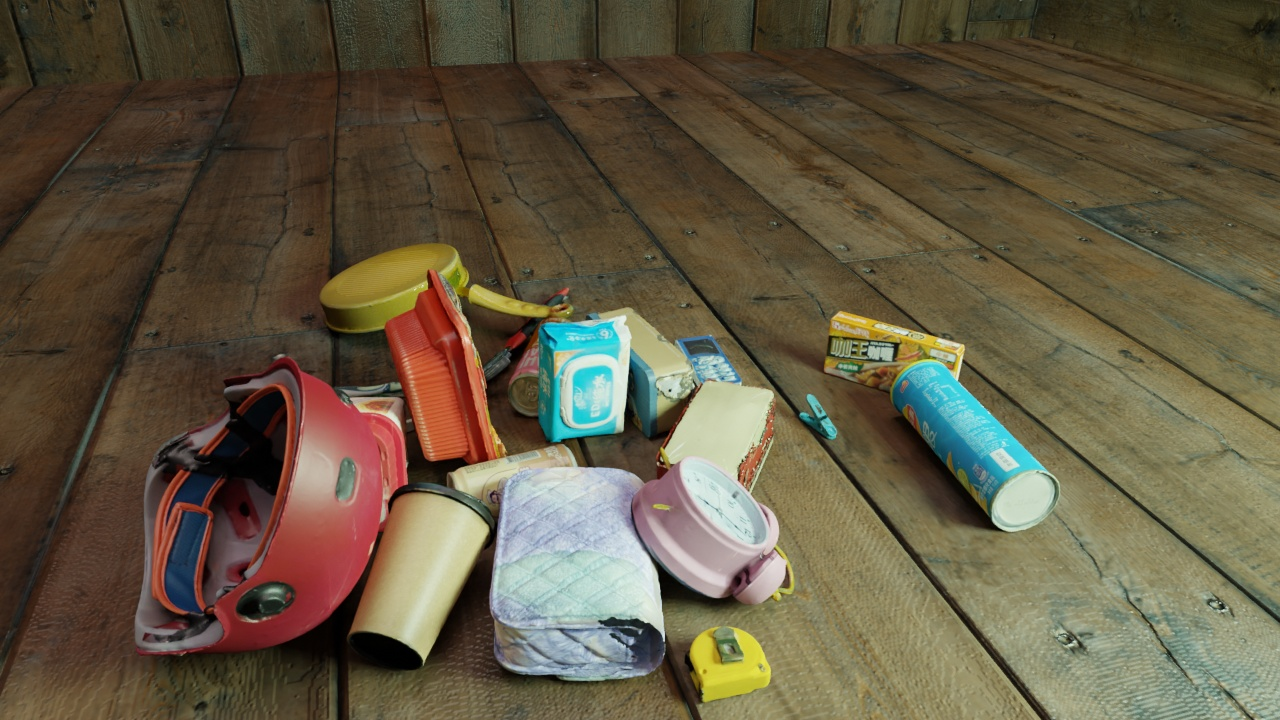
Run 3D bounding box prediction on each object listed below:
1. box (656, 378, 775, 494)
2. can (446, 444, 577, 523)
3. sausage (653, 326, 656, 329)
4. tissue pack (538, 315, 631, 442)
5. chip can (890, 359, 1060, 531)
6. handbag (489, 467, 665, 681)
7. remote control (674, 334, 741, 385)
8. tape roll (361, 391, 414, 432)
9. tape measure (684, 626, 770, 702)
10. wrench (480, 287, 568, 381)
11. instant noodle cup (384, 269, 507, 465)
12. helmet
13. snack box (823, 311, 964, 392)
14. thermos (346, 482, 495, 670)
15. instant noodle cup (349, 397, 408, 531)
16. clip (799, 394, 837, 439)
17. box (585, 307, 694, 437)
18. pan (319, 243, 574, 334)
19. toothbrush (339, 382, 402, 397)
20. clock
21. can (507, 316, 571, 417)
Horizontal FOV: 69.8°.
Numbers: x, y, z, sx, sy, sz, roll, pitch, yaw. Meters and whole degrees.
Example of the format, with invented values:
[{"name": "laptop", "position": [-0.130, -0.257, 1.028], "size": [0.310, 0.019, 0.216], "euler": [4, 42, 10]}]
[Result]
[{"name": "box", "position": [0.080, 0.081, 0.918], "size": [0.091, 0.076, 0.167], "euler": [10, 31, 18]}, {"name": "can", "position": [-0.119, 0.119, 0.865], "size": [0.116, 0.059, 0.058], "euler": [-12, 32, -21]}, {"name": "sausage", "position": [-0.054, -0.031, 1.172], "size": [0.155, 0.020, 0.020], "euler": [-7, 30, -13]}, {"name": "tissue pack", "position": [-0.060, 0.019, 0.965], "size": [0.090, 0.140, 0.063], "euler": [-6, 29, -20]}, {"name": "chip can", "position": [0.332, 0.080, 0.930], "size": [0.071, 0.071, 0.210], "euler": [-6, 31, -11]}, {"name": "handbag", "position": [-0.052, 0.170, 0.760], "size": [0.134, 0.076, 0.193], "euler": [-1, 31, -2]}, {"name": "remote control", "position": [0.080, 0.006, 1.104], "size": [0.049, 0.024, 0.124], "euler": [-6, 31, -12]}, {"name": "tape roll", "position": [-0.275, 0.055, 1.021], "size": [0.086, 0.014, 0.085], "euler": [0, 29, 0]}, {"name": "tape measure", "position": [0.066, 0.229, 0.703], "size": [0.060, 0.029, 0.057], "euler": [-7, 30, -13]}, {"name": "wrench", "position": [-0.147, -0.036, 1.164], "size": [0.056, 0.016, 0.272], "euler": [-30, 14, 26]}, {"name": "instant noodle cup", "position": [-0.197, 0.022, 0.914], "size": [0.079, 0.189, 0.164], "euler": [-18, 31, -15]}, {"name": "helmet", "position": [-0.277, 0.118, 0.720], "size": [0.144, 0.240, 0.206], "euler": [28, 31, -44]}, {"name": "snack box", "position": [0.292, -0.002, 1.068], "size": [0.154, 0.075, 0.026], "euler": [19, 34, 29]}, {"name": "thermos", "position": [-0.176, 0.168, 0.735], "size": [0.093, 0.093, 0.143], "euler": [7, 48, 10]}, {"name": "instant noodle cup", "position": [-0.272, 0.091, 0.872], "size": [0.116, 0.117, 0.124], "euler": [0, 17, -1]}, {"name": "clip", "position": [0.195, 0.066, 1.003], "size": [0.013, 0.033, 0.054], "euler": [-16, 50, -26]}, {"name": "box", "position": [-0.006, 0.006, 1.039], "size": [0.059, 0.090, 0.184], "euler": [-16, 31, -24]}, {"name": "pan", "position": [-0.253, -0.085, 1.199], "size": [0.358, 0.078, 0.197], "euler": [-1, 31, 25]}, {"name": "toothbrush", "position": [-0.286, 0.028, 1.033], "size": [0.191, 0.018, 0.016], "euler": [-6, 31, -12]}, {"name": "clock", "position": [0.069, 0.147, 0.781], "size": [0.158, 0.060, 0.117], "euler": [38, 21, -13]}, {"name": "can", "position": [-0.110, 0.004, 1.069], "size": [0.058, 0.058, 0.147], "euler": [4, 29, 6]}]
